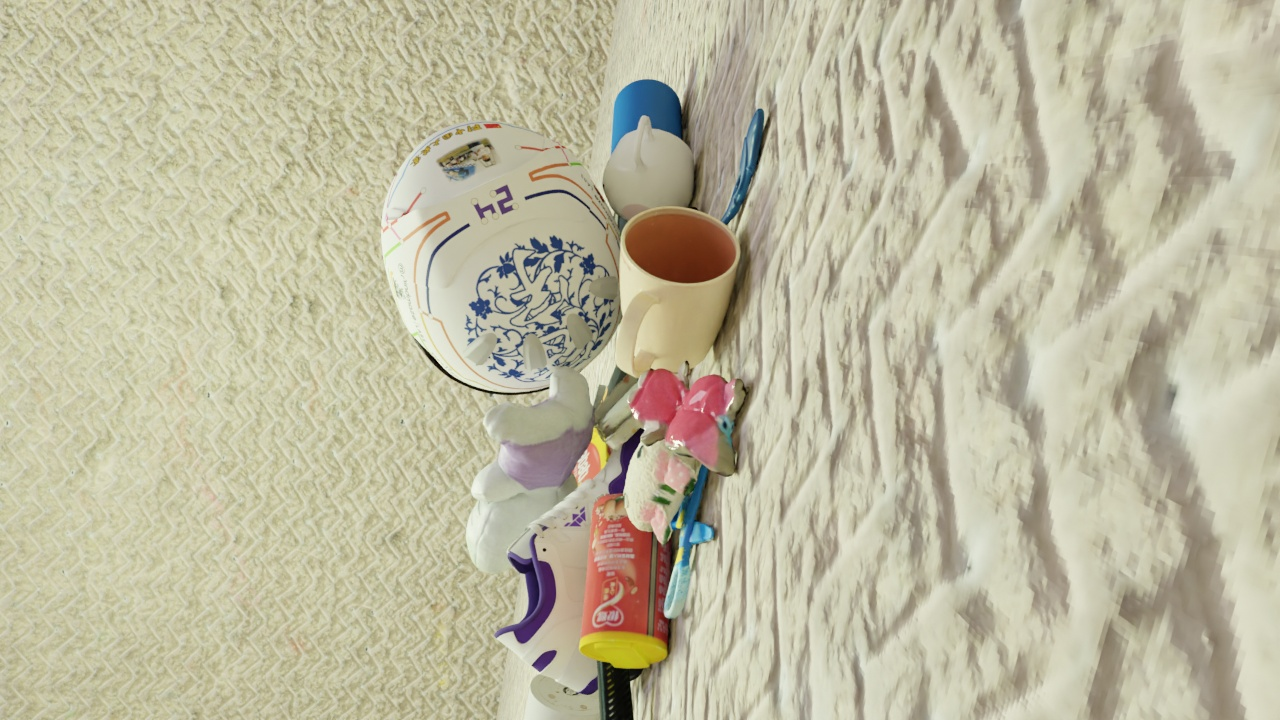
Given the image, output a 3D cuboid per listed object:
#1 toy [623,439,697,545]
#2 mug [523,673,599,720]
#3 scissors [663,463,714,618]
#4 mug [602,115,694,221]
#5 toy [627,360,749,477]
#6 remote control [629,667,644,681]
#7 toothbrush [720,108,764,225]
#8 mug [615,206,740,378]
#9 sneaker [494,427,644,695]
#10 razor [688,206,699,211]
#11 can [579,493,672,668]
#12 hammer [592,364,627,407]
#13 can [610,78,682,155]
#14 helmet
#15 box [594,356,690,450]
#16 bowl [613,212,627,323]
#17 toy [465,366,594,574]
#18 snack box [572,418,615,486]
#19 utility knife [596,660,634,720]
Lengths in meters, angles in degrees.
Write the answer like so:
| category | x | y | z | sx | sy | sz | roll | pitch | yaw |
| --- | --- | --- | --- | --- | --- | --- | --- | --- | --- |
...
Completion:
| category | x | y | z | sx | sy | sz | roll | pitch | yaw |
| --- | --- | --- | --- | --- | --- | --- | --- | --- | --- |
| toy | 0.015 | 0.083 | 0.670 | 0.112 | 0.050 | 0.087 | -100 | 26 | -62 |
| mug | -0.064 | 0.370 | 0.880 | 0.120 | 0.083 | 0.096 | 23 | 106 | 53 |
| scissors | 0.033 | 0.128 | 0.663 | 0.125 | 0.014 | 0.130 | 137 | 142 | -76 |
| mug | 0.006 | -0.182 | 0.886 | 0.124 | 0.090 | 0.076 | 74 | -152 | -64 |
| toy | 0.037 | 0.036 | 0.620 | 0.102 | 0.050 | 0.065 | 19 | 88 | 47 |
| remote control | -0.006 | 0.219 | 0.805 | 0.140 | 0.021 | 0.045 | -90 | 22 | -66 |
| toothbrush | 0.071 | -0.122 | 0.677 | 0.021 | 0.016 | 0.133 | -94 | 18 | -55 |
| mug | 0.017 | -0.037 | 0.665 | 0.111 | 0.085 | 0.104 | -51 | -22 | -35 |
| sneaker | -0.055 | 0.158 | 0.810 | 0.092 | 0.111 | 0.243 | 126 | 163 | -65 |
| razor | 0.036 | -0.110 | 0.881 | 0.144 | 0.021 | 0.044 | 120 | 139 | -71 |
| can | -0.009 | 0.171 | 0.721 | 0.067 | 0.066 | 0.124 | 111 | 165 | -57 |
| hammer | -0.033 | 0.055 | 1.135 | 0.313 | 0.035 | 0.139 | 116 | 163 | -62 |
| can | 0.007 | -0.244 | 1.017 | 0.079 | 0.079 | 0.145 | 107 | 169 | -44 |
| helmet | -0.126 | -0.081 | 0.915 | 0.236 | 0.231 | 0.315 | 51 | 164 | 50 |
| box | -0.001 | 0.006 | 0.869 | 0.156 | 0.071 | 0.216 | -60 | 8 | -2 |
| bowl | -0.013 | -0.106 | 1.085 | 0.151 | 0.056 | 0.150 | -173 | 91 | -82 |
| toy | -0.097 | 0.112 | 0.874 | 0.137 | 0.085 | 0.210 | -34 | -32 | -46 |
| snack box | -0.048 | 0.150 | 0.980 | 0.092 | 0.042 | 0.200 | -49 | 21 | 20 |
| utility knife | -0.019 | 0.256 | 0.720 | 0.020 | 0.028 | 0.233 | 119 | 150 | -60 |
